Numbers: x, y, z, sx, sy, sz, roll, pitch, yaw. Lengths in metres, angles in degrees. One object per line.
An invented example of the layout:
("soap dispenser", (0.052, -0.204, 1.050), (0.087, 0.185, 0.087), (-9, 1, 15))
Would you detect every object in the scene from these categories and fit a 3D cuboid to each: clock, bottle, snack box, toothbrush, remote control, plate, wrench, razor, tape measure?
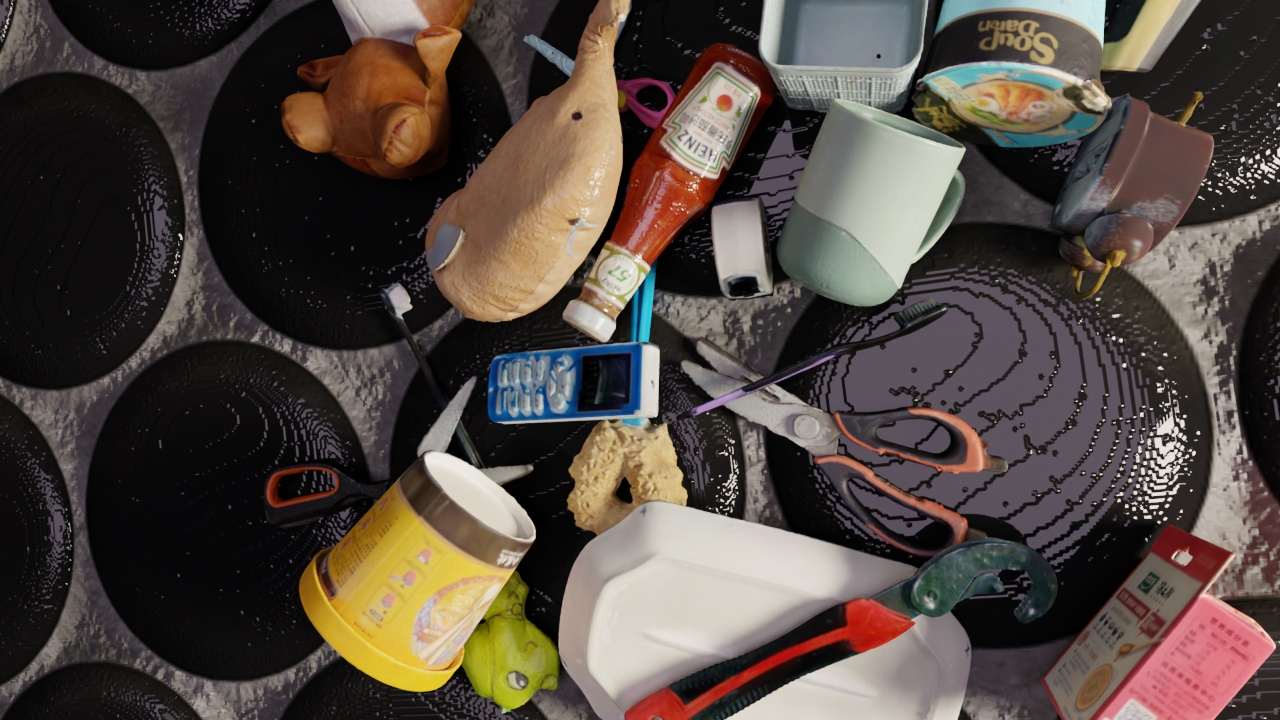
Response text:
("clock", (0.279, -0.094, 0.533), (0.055, 0.082, 0.122), (24, 93, 8))
("bottle", (0.015, -0.107, 0.598), (0.060, 0.060, 0.206), (30, 87, 13))
("snack box", (0.288, 0.160, 0.510), (0.044, 0.113, 0.127), (37, 98, 14))
("toothbrush", (0.109, 0.000, 0.600), (0.189, 0.014, 0.016), (-23, 64, 7))
("toothbrush", (-0.146, 0.022, 0.677), (0.018, 0.015, 0.181), (-29, 81, 4))
("remote control", (-0.046, 0.017, 0.614), (0.125, 0.024, 0.049), (-4, 77, 28))
("plate", (0.076, 0.189, 0.585), (0.266, 0.034, 0.162), (15, 97, 5))
("wrench", (0.114, 0.172, 0.552), (0.274, 0.016, 0.056), (-25, 92, 9))
("razor", (0.320, -0.247, 0.540), (0.067, 0.062, 0.167), (23, 102, -18))
("tape measure", (0.067, -0.073, 0.596), (0.034, 0.066, 0.065), (-7, 87, 13))

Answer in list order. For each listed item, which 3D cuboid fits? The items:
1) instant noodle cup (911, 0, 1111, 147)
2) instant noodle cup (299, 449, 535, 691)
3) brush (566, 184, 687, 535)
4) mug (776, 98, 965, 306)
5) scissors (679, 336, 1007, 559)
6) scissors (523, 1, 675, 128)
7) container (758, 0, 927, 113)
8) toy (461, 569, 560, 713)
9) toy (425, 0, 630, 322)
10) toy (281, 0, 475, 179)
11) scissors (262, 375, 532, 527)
("instant noodle cup", (0.226, -0.203, 0.542), (0.111, 0.111, 0.120), (12, 84, 15))
("instant noodle cup", (-0.139, 0.130, 0.600), (0.118, 0.118, 0.114), (39, 94, 12))
("brush", (-0.004, 0.004, 0.632), (0.083, 0.046, 0.254), (2, 86, 18))
("mug", (0.148, -0.093, 0.566), (0.082, 0.111, 0.106), (51, 130, 51))
("scissors", (0.131, 0.041, 0.604), (0.199, 0.015, 0.204), (-21, 84, 15))
("scissors", (-0.037, -0.194, 0.652), (0.133, 0.017, 0.134), (37, 99, 17))
("container", (0.126, -0.204, 0.559), (0.090, 0.111, 0.090), (7, 91, 14))
("toy", (-0.102, 0.198, 0.655), (0.097, 0.031, 0.100), (-1, 85, 19))
("toy", (-0.059, -0.124, 0.594), (0.226, 0.082, 0.143), (-48, 50, 23))
("toy", (-0.178, -0.232, 0.641), (0.140, 0.130, 0.199), (13, 83, 20))
("scissors", (-0.183, 0.113, 0.678), (0.221, 0.021, 0.228), (6, 95, 17))
